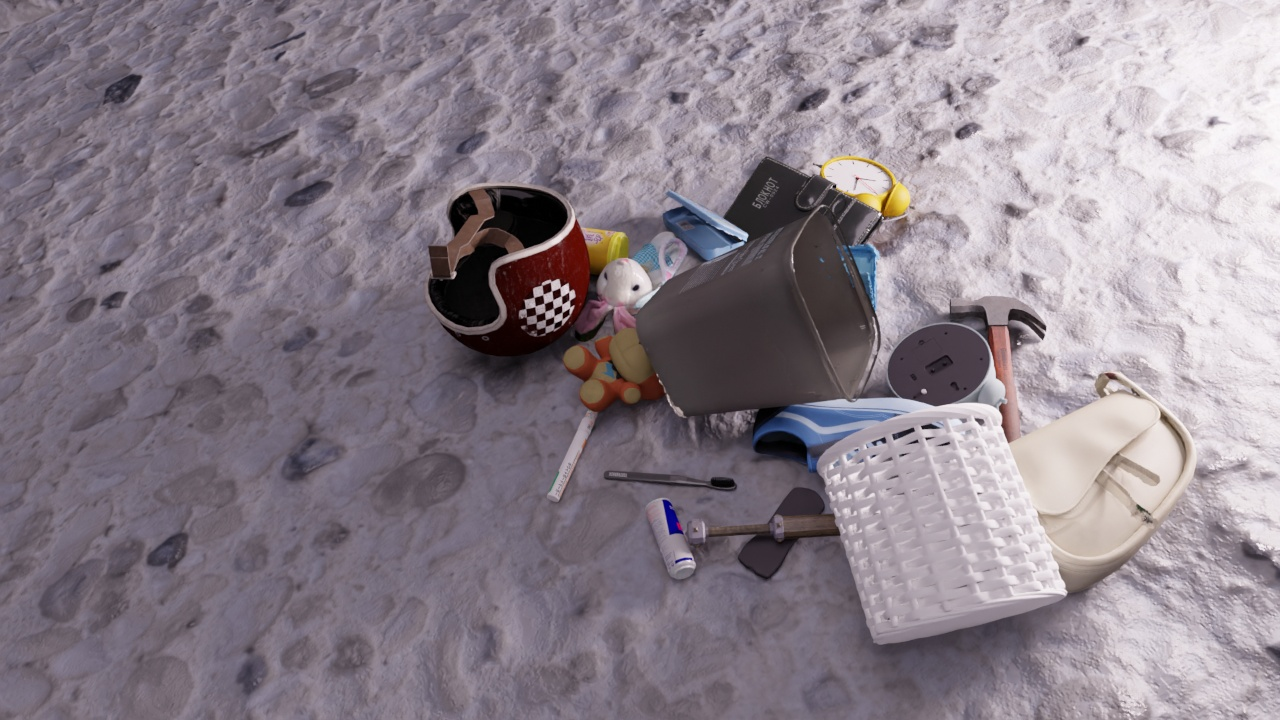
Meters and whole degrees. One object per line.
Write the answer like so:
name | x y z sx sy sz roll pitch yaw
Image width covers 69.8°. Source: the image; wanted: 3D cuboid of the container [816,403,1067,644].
container | 0.292 0.164 0.906 0.189 0.189 0.186 -14 67 2

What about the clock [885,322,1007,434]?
clock | 0.367 0.024 1.100 0.122 0.045 0.159 -31 46 8

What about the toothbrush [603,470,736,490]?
toothbrush | 0.034 0.146 1.122 0.167 0.013 0.012 2 52 17

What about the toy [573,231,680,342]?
toy | -0.001 -0.112 1.279 0.131 0.106 0.204 23 61 24

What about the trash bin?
trash bin | 0.137 -0.043 1.093 0.221 0.197 0.196 -16 20 33

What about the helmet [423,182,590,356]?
helmet | -0.182 -0.124 1.228 0.233 0.254 0.233 -16 43 -20

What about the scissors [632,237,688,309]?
scissors | 0.028 -0.112 1.254 0.178 0.016 0.108 -32 92 -45

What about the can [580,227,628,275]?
can | -0.074 -0.162 1.358 0.105 0.068 0.067 10 54 20

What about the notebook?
notebook | 0.216 -0.187 1.302 0.209 0.029 0.169 35 92 30

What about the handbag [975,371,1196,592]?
handbag | 0.477 0.111 0.959 0.228 0.132 0.184 -24 59 -14

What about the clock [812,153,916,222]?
clock | 0.322 -0.246 1.334 0.113 0.052 0.152 -19 49 -23

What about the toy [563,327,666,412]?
toy | -0.007 0.007 1.194 0.175 0.096 0.112 -12 52 -24

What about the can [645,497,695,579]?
can | 0.035 0.205 1.059 0.032 0.032 0.095 -20 50 -4

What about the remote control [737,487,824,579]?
remote control | 0.164 0.195 1.052 0.046 0.009 0.124 30 63 31

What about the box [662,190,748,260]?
box | 0.089 -0.207 1.315 0.069 0.064 0.210 -16 28 -11

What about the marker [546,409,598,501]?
marker | -0.083 0.114 1.170 0.017 0.017 0.145 10 55 20

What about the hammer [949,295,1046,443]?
hammer | 0.438 0.041 1.103 0.111 0.028 0.299 0 52 14

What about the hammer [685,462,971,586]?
hammer | 0.208 0.188 1.025 0.317 0.028 0.146 -5 58 5

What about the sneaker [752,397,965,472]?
sneaker | 0.245 0.100 1.066 0.242 0.083 0.098 5 50 26

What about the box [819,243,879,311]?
box | 0.189 -0.113 1.204 0.232 0.110 0.094 0 76 20
